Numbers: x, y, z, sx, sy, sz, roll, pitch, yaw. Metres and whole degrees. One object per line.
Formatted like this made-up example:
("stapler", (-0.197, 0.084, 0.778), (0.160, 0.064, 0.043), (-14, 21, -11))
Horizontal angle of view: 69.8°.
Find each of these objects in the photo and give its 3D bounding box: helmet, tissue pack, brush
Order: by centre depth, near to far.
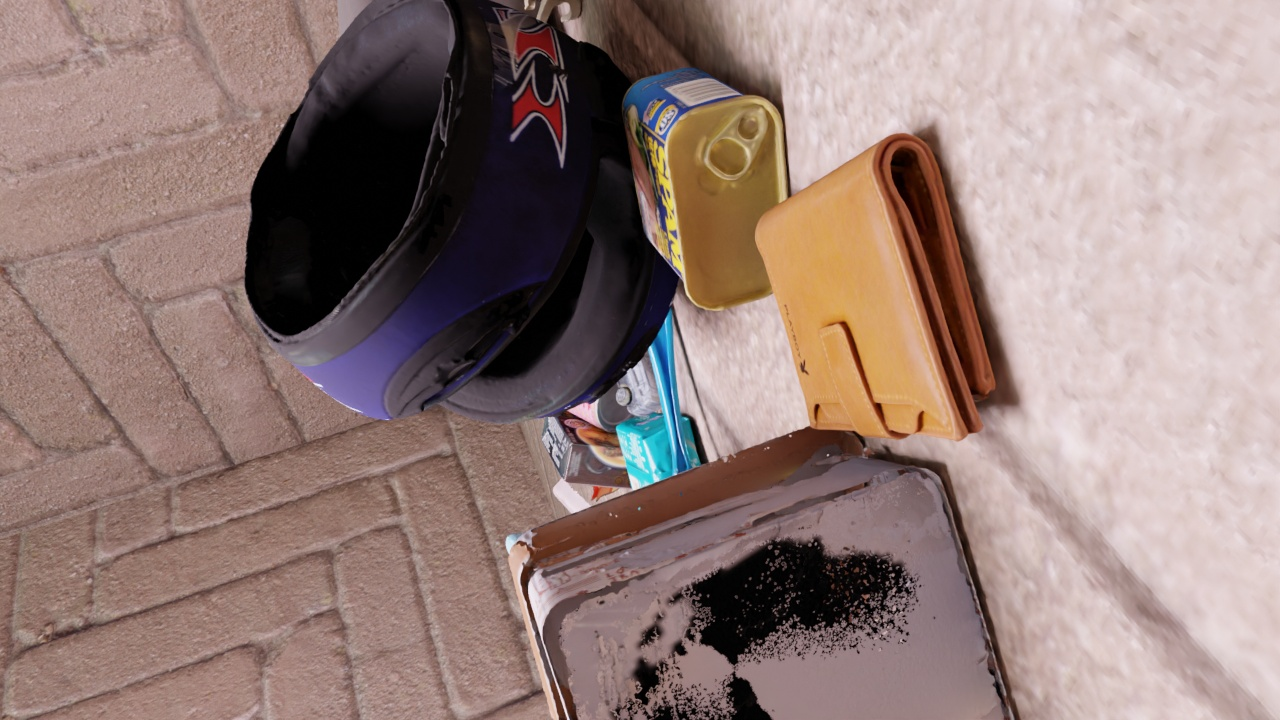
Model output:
("helmet", (-0.090, -0.076, 0.579), (0.240, 0.248, 0.315), (33, -155, -38))
("brush", (0.027, 0.068, 0.713), (0.046, 0.083, 0.254), (-119, 20, -84))
("tissue pack", (0.022, 0.095, 0.801), (0.133, 0.050, 0.093), (-176, 69, -78))

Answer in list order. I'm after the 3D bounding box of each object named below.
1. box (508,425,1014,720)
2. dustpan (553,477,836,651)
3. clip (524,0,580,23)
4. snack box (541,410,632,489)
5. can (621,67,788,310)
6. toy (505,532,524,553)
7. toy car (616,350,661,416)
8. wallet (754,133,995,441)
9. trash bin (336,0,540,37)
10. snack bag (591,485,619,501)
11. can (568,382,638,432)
("box", (0.039, 0.119, 0.425), (0.148, 0.181, 0.146), (172, 81, -79))
("dustpan", (0.047, 0.189, 0.604), (0.223, 0.138, 0.273), (164, 89, -78))
("clip", (-0.061, -0.280, 0.669), (0.100, 0.034, 0.070), (146, 106, -73))
("snack box", (-0.027, 0.092, 0.922), (0.113, 0.125, 0.053), (-135, 55, -66))
("can", (0.031, -0.089, 0.461), (0.083, 0.057, 0.102), (-122, 18, -57))
("toy", (-0.025, 0.162, 0.598), (0.161, 0.050, 0.156), (31, -176, 5))
("toy car", (-0.005, 0.005, 0.815), (0.034, 0.042, 0.090), (-27, 73, 37))
("wallet", (0.087, -0.022, 0.368), (0.132, 0.031, 0.108), (173, 81, -80))
("trash bin", (-0.178, -0.289, 0.816), (0.199, 0.198, 0.220), (-177, 78, -78))
("snack bag", (-0.057, 0.045, 1.032), (0.208, 0.073, 0.128), (71, -161, -2))
("can", (-0.048, 0.025, 0.910), (0.094, 0.066, 0.067), (24, 135, 43))
